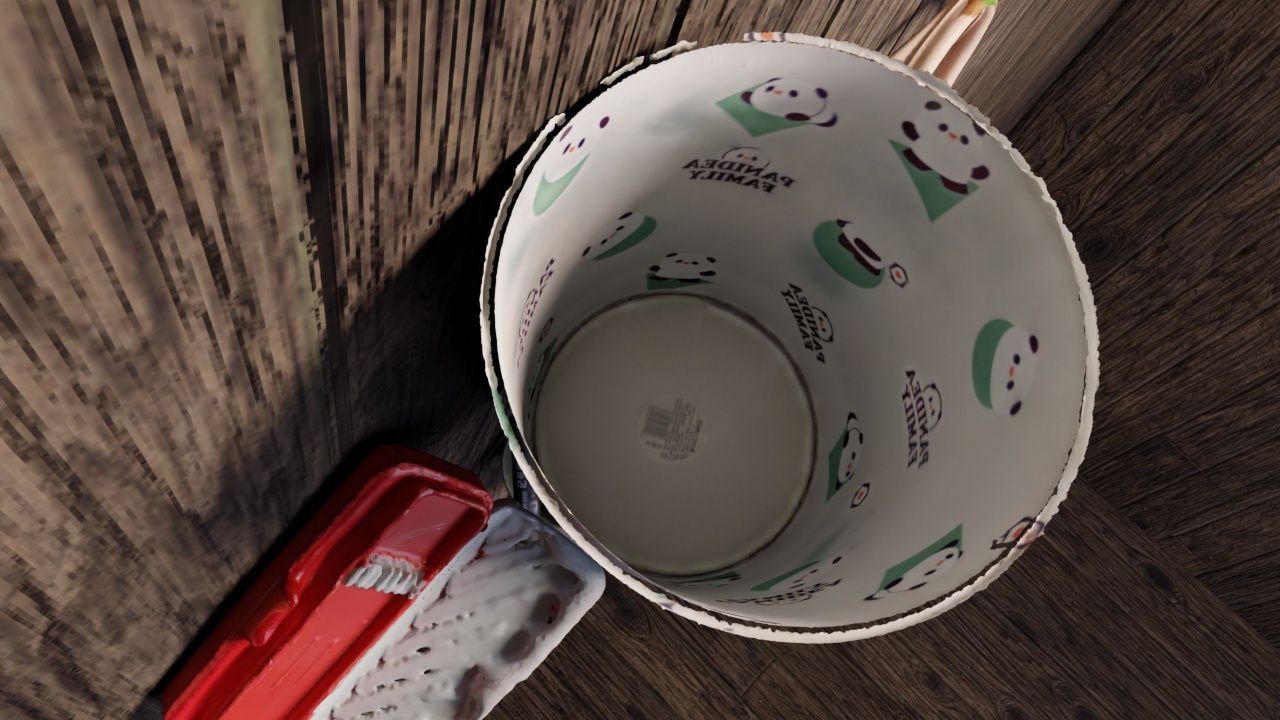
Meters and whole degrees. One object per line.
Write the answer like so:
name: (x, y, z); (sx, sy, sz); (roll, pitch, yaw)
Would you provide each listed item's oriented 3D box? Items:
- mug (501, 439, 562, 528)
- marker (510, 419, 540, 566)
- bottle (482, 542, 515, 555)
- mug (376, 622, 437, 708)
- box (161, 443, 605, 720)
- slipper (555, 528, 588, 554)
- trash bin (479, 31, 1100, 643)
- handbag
mug: (-0.032, 0.055, 0.684); (0.124, 0.083, 0.103); (-50, 172, 22)
marker: (-0.080, 0.104, 0.645); (0.022, 0.020, 0.132); (-127, -144, -71)
bottle: (-0.129, 0.127, 0.603); (0.068, 0.068, 0.189); (-46, 170, -3)
mug: (-0.169, 0.228, 0.756); (0.112, 0.082, 0.106); (-13, 174, 5)
box: (-0.134, 0.146, 0.489); (0.201, 0.161, 0.060); (-47, -151, 11)
slipper: (-0.078, 0.143, 0.906); (0.267, 0.083, 0.111); (-15, 149, -36)
trash bin: (0.042, 0.013, 0.448); (0.229, 0.229, 0.252); (-44, 175, -16)
handbag: (0.194, -0.182, 0.719); (0.235, 0.093, 0.192); (-59, 166, 27)
